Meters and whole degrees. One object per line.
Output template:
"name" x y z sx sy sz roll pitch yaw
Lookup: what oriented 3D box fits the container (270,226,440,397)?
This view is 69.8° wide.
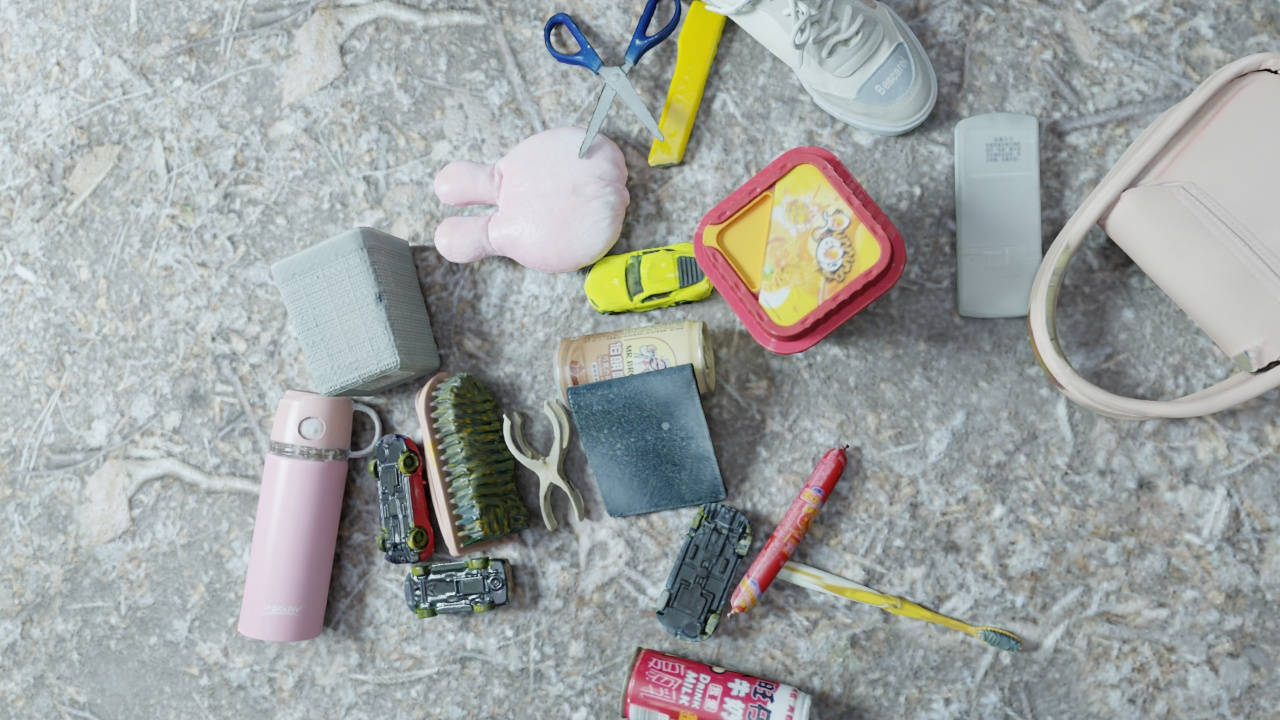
"container" -0.226 -0.034 0.745 0.090 0.090 0.114 -21 84 11

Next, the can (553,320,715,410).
"can" -0.004 0.004 0.703 0.116 0.058 0.058 -8 83 13

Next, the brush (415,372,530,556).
"brush" -0.143 0.080 0.731 0.073 0.063 0.145 -26 77 40

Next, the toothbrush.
"toothbrush" 0.178 0.176 0.664 0.191 0.018 0.016 16 87 14

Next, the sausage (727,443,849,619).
"sausage" 0.110 0.126 0.677 0.020 0.020 0.156 33 86 14

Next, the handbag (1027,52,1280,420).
"handbag" 0.372 -0.060 0.607 0.234 0.093 0.193 -42 78 10

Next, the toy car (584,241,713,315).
"toy car" 0.005 -0.065 0.721 0.105 0.032 0.048 -8 83 14

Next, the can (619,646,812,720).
"can" 0.055 0.251 0.669 0.133 0.053 0.053 10 87 14

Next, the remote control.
"remote control" 0.260 -0.105 0.669 0.058 0.021 0.150 0 85 12

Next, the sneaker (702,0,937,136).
"sneaker" 0.121 -0.261 0.673 0.242 0.090 0.089 39 94 5

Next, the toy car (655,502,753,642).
"toy car" 0.049 0.159 0.690 0.049 0.031 0.105 23 90 17

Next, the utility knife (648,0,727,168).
"utility knife" 0.038 -0.226 0.735 0.033 0.015 0.153 17 89 14

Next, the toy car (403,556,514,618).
"toy car" -0.145 0.180 0.732 0.090 0.035 0.042 -10 81 13

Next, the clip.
"clip" -0.086 0.082 0.730 0.084 0.034 0.104 0 93 10

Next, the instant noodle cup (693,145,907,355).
"instant noodle cup" 0.113 -0.069 0.648 0.116 0.123 0.116 -38 77 8

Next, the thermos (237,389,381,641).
"thermos" -0.271 0.126 0.757 0.087 0.067 0.198 10 85 -17

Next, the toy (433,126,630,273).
"toy" -0.087 -0.128 0.735 0.159 0.054 0.121 -3 77 7

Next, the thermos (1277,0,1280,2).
"thermos" 0.442 -0.278 0.618 0.224 0.073 0.073 44 95 13

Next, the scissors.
"scissors" -0.021 -0.237 0.733 0.175 0.012 0.162 38 81 27

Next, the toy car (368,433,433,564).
"toy car" -0.193 0.112 0.748 0.049 0.031 0.106 -13 85 37

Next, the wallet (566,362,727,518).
"wallet" 0.007 0.063 0.688 0.097 0.019 0.121 -10 116 13
